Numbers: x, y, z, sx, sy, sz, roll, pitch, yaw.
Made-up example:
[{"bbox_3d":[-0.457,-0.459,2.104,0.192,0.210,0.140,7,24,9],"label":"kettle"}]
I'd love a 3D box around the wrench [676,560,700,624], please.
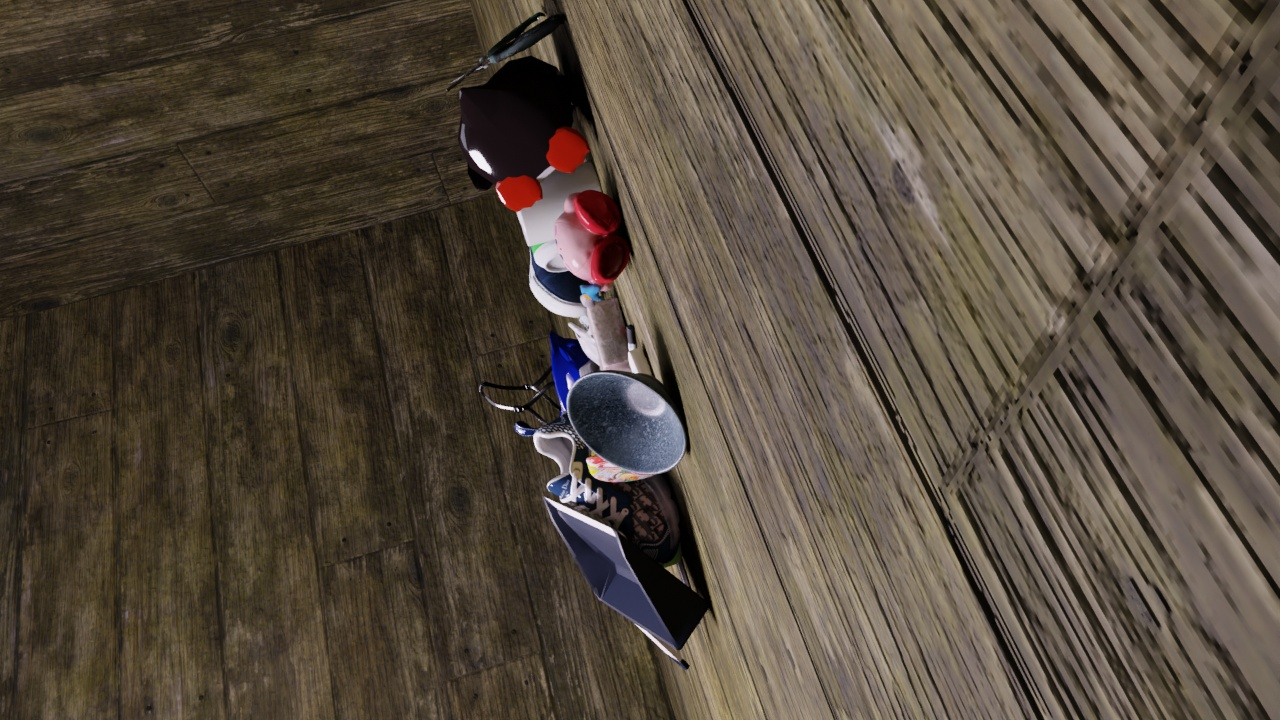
[{"bbox_3d":[0.041,0.250,1.341,0.070,0.010,0.273,92,161,-69],"label":"wrench"}]

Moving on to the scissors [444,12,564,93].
[{"bbox_3d":[-0.138,-0.361,1.033,0.206,0.201,0.015,-5,129,46],"label":"scissors"}]

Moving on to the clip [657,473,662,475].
[{"bbox_3d":[0.004,0.114,1.275,0.097,0.026,0.116,-132,26,-69],"label":"clip"}]

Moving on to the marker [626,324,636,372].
[{"bbox_3d":[-0.007,0.007,1.168,0.152,0.011,0.011,83,169,-51],"label":"marker"}]

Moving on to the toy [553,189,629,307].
[{"bbox_3d":[-0.048,-0.123,1.000,0.132,0.096,0.124,-2,111,64],"label":"toy"}]

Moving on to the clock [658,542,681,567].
[{"bbox_3d":[0.021,0.245,1.294,0.094,0.042,0.119,133,123,-67],"label":"clock"}]

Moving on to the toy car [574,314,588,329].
[{"bbox_3d":[-0.070,-0.058,1.375,0.090,0.027,0.038,46,-164,-5],"label":"toy car"}]

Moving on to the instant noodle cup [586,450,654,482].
[{"bbox_3d":[-0.019,0.081,1.141,0.100,0.100,0.112,85,177,-59],"label":"instant noodle cup"}]

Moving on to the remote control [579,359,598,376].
[{"bbox_3d":[-0.063,0.037,1.369,0.151,0.019,0.074,-51,-62,-82],"label":"remote control"}]

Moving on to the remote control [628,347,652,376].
[{"bbox_3d":[0.013,0.043,1.059,0.038,0.018,0.125,88,163,-65],"label":"remote control"}]

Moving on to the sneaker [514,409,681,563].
[{"bbox_3d":[-0.058,0.166,1.213,0.269,0.132,0.103,53,137,28],"label":"sneaker"}]

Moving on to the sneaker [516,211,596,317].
[{"bbox_3d":[-0.125,-0.196,1.377,0.128,0.120,0.294,115,147,-44],"label":"sneaker"}]

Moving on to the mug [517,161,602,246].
[{"bbox_3d":[-0.101,-0.197,1.091,0.079,0.097,0.111,83,169,-54],"label":"mug"}]

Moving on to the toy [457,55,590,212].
[{"bbox_3d":[-0.138,-0.283,1.028,0.140,0.159,0.183,42,-154,-28],"label":"toy"}]

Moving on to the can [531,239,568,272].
[{"bbox_3d":[-0.120,-0.202,1.284,0.088,0.087,0.139,98,156,-74],"label":"can"}]

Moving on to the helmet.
[{"bbox_3d":[-0.145,0.072,1.538,0.147,0.228,0.241,-92,-10,-75],"label":"helmet"}]

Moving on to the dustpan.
[{"bbox_3d":[-0.011,0.306,1.207,0.273,0.080,0.237,42,164,-22],"label":"dustpan"}]

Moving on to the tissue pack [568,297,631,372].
[{"bbox_3d":[-0.051,-0.015,1.261,0.181,0.071,0.104,86,167,-76],"label":"tissue pack"}]

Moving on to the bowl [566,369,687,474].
[{"bbox_3d":[-0.004,0.051,0.964,0.057,0.137,0.137,-54,-37,-44],"label":"bowl"}]
